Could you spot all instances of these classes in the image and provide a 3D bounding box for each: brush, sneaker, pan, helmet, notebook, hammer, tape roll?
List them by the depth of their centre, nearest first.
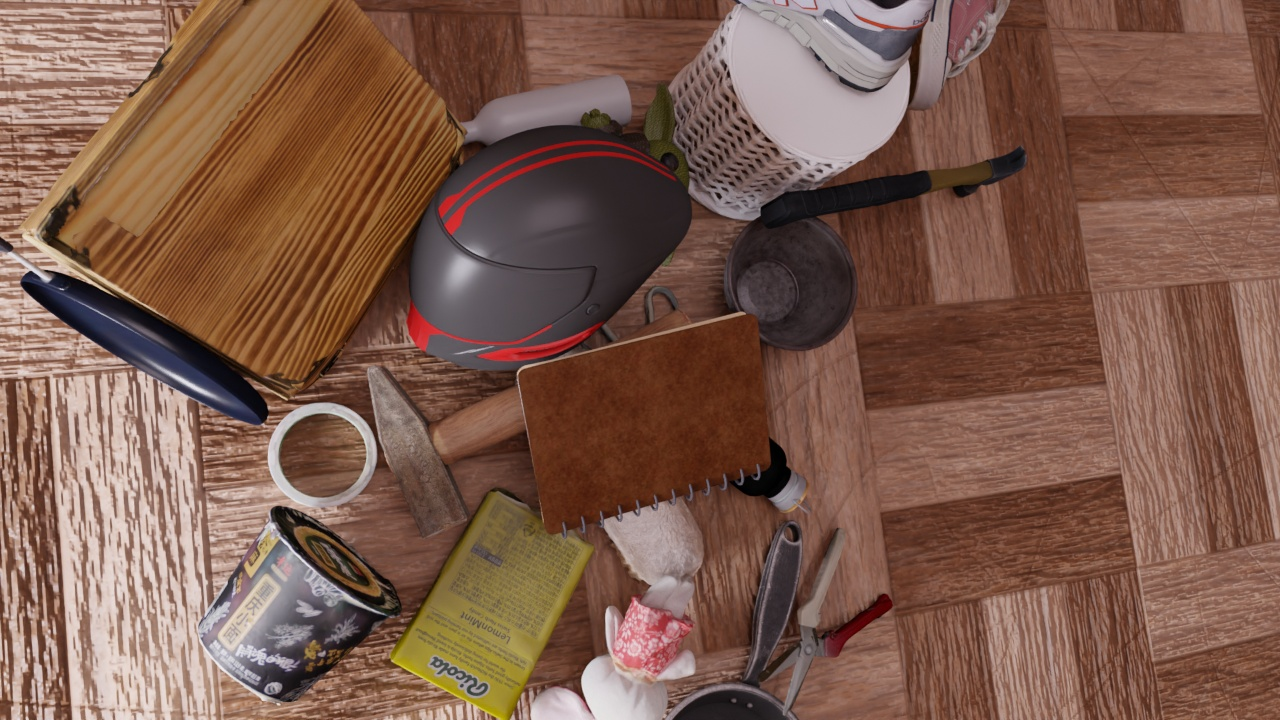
[{"bbox_3d":[-0.402,-0.048,0.652,0.199,0.357,0.021,17,67,26],"label":"pan"},{"bbox_3d":[0.148,-0.334,0.759,0.239,0.124,0.088,36,74,-10],"label":"sneaker"},{"bbox_3d":[-0.081,-0.108,0.775,0.264,0.170,0.164,-21,59,-15],"label":"helmet"},{"bbox_3d":[0.009,0.059,0.827,0.225,0.024,0.167,-14,110,-17],"label":"notebook"},{"bbox_3d":[-0.286,0.085,0.829,0.093,0.018,0.093,2,82,-17],"label":"tape roll"},{"bbox_3d":[-0.088,0.026,0.832,0.300,0.037,0.158,-24,89,-7],"label":"hammer"},{"bbox_3d":[-0.029,0.100,0.886,0.083,0.057,0.271,-33,92,-13],"label":"brush"},{"bbox_3d":[0.108,0.331,0.905,0.187,0.055,0.356,21,65,-13],"label":"pan"},{"bbox_3d":[0.270,-0.179,0.950,0.332,0.118,0.025,-15,86,-29],"label":"hammer"},{"bbox_3d":[0.359,-0.380,1.041,0.088,0.118,0.240,17,72,3],"label":"sneaker"}]

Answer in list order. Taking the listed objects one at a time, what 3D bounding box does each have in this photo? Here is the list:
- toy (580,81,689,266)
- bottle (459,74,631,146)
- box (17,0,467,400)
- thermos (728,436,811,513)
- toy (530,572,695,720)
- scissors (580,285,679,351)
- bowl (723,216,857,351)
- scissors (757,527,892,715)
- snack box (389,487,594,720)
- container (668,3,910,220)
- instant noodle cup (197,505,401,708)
[{"bbox_3d":[-0.025,-0.176,0.903,0.152,0.078,0.179,-7,109,-16],"label":"toy"},{"bbox_3d":[-0.108,-0.238,0.906,0.195,0.052,0.052,-17,88,-18],"label":"bottle"},{"bbox_3d":[-0.291,-0.138,0.733,0.269,0.264,0.278,34,73,-13],"label":"box"},{"bbox_3d":[0.087,0.081,0.918,0.231,0.061,0.061,39,74,-14],"label":"thermos"},{"bbox_3d":[-0.006,0.285,0.834,0.159,0.084,0.194,21,90,15],"label":"toy"},{"bbox_3d":[0.003,-0.002,0.932,0.157,0.013,0.168,26,78,-12],"label":"scissors"},{"bbox_3d":[0.145,-0.078,0.956,0.144,0.067,0.145,2,83,-17],"label":"bowl"},{"bbox_3d":[0.190,0.261,0.933,0.194,0.015,0.179,7,75,-31],"label":"scissors"},{"bbox_3d":[-0.132,0.221,0.847,0.121,0.045,0.180,31,73,-9],"label":"snack box"},{"bbox_3d":[0.137,-0.255,0.912,0.189,0.187,0.189,2,82,-17],"label":"container"},{"bbox_3d":[-0.288,0.206,0.762,0.137,0.137,0.112,42,84,-8],"label":"instant noodle cup"}]
